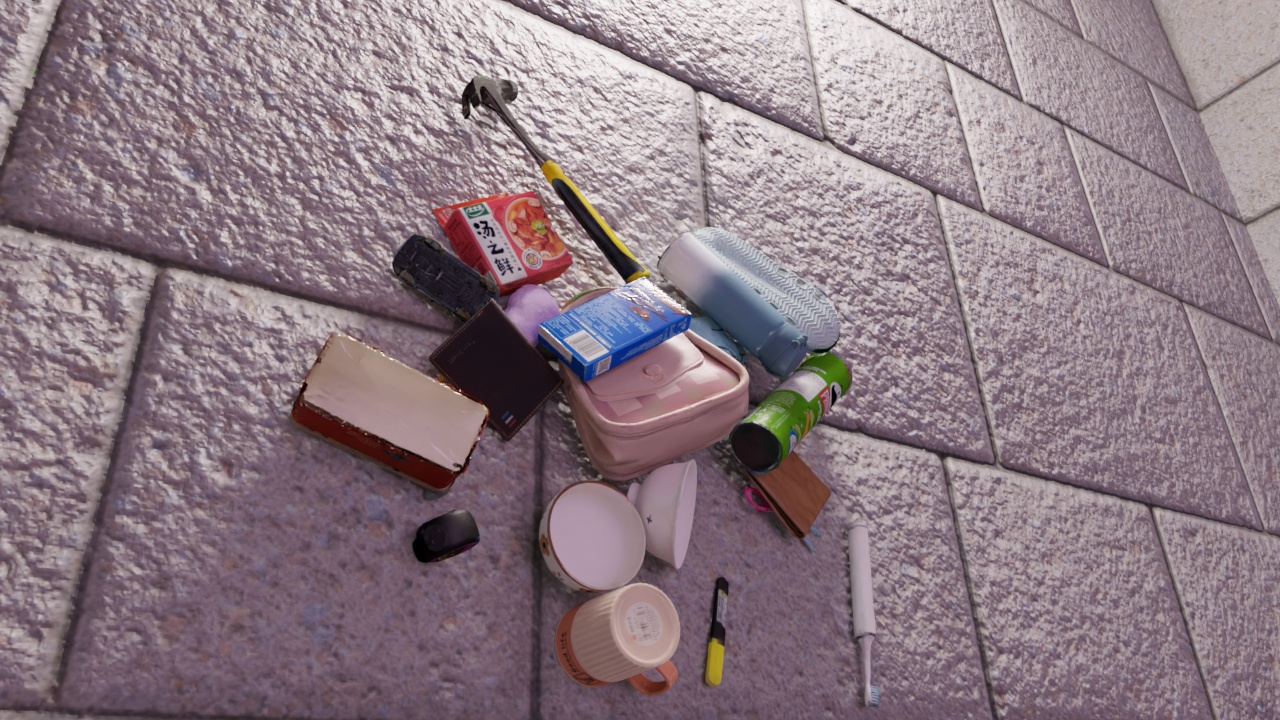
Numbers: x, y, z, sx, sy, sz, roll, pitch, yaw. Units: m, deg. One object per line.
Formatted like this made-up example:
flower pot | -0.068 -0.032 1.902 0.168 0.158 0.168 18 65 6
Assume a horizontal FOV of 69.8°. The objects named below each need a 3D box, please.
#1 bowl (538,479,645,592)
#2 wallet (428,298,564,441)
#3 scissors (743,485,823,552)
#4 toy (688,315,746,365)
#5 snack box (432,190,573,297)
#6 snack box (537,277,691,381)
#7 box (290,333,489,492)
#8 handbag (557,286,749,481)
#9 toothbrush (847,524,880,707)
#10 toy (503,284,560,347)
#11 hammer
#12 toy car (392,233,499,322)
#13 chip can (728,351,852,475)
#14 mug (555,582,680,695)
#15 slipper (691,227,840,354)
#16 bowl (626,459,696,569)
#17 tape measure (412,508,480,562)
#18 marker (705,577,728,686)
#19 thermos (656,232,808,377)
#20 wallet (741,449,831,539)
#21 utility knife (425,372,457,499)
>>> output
bowl | -0.057 0.184 0.939 0.113 0.062 0.113 16 59 -28
wallet | -0.151 0.010 0.973 0.122 0.020 0.096 49 65 -14
scissors | 0.183 0.179 1.145 0.137 0.017 0.096 35 44 -19
toy | 0.081 0.012 1.141 0.155 0.050 0.161 -29 74 -40
snack box | -0.157 -0.144 1.060 0.113 0.044 0.127 -25 81 -41
snack box | -0.028 -0.037 1.023 0.156 0.026 0.084 -27 52 -33
box | -0.233 0.046 0.868 0.168 0.079 0.091 28 56 -15
handbag | -0.006 0.006 1.048 0.193 0.094 0.234 -18 56 -26
toothbrush | 0.275 0.310 1.128 0.026 0.027 0.220 5 59 -2
toy | -0.128 -0.039 1.025 0.084 0.039 0.107 38 55 -10
hammer | -0.102 -0.217 1.108 0.323 0.032 0.125 51 27 4
toy car | -0.209 -0.086 0.990 0.120 0.037 0.054 34 78 -9
chip can | 0.193 0.060 1.155 0.072 0.072 0.235 54 40 1
mug | -0.012 0.277 0.890 0.114 0.106 0.081 48 48 -3
slipper | 0.156 -0.086 1.236 0.245 0.074 0.103 39 48 9
bowl | 0.019 0.162 0.995 0.065 0.118 0.118 7 53 13
tape measure | -0.183 0.164 0.865 0.057 0.057 0.039 -16 74 -31
marker | 0.085 0.297 1.011 0.018 0.015 0.123 28 50 -21
thermos | 0.117 -0.068 1.161 0.220 0.070 0.070 44 46 15
wallet | 0.182 0.151 1.138 0.115 0.020 0.101 50 38 -1
utility knife | -0.201 0.062 0.940 0.031 0.019 0.172 19 51 -33
